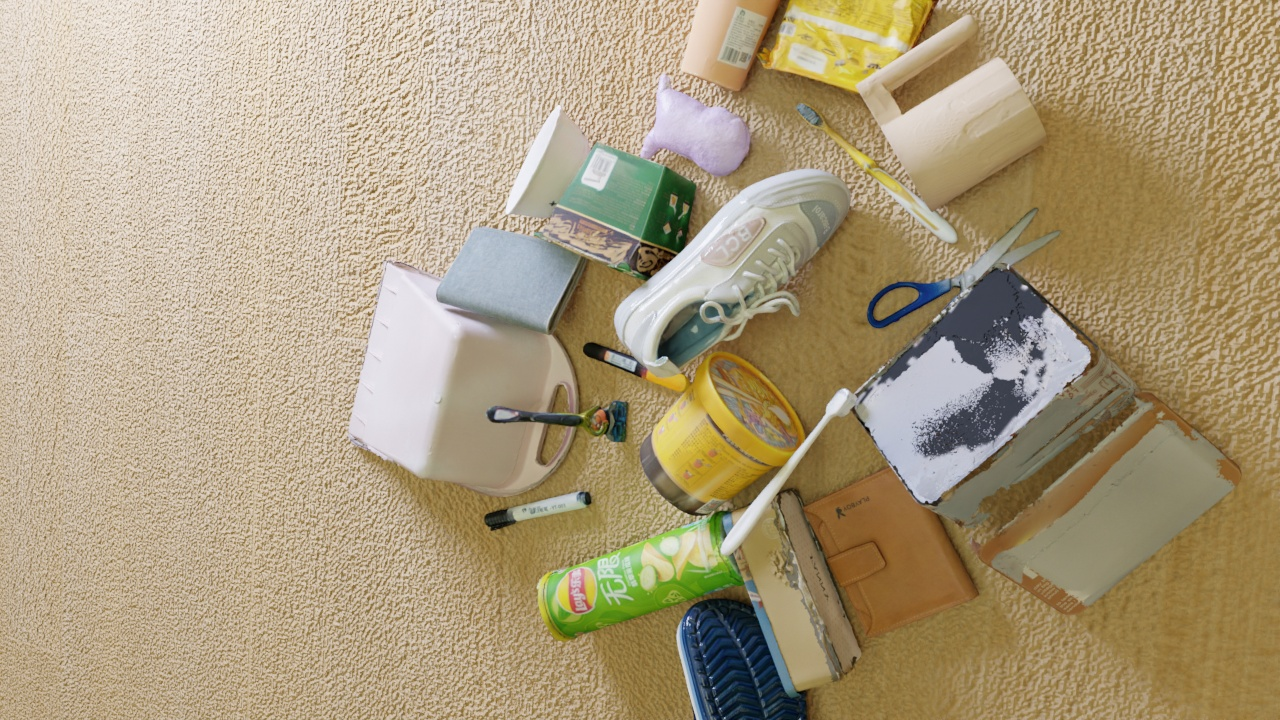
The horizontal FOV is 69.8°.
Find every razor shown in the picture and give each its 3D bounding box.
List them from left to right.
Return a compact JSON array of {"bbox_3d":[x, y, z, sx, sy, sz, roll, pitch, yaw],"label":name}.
[{"bbox_3d":[-0.084,0.058,0.922,0.142,0.022,0.042,4,91,-5],"label":"razor"}]

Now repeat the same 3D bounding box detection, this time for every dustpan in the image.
[{"bbox_3d":[-0.198,0.033,1.016,0.273,0.138,0.223,30,107,50],"label":"dustpan"}]

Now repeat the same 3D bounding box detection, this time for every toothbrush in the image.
[{"bbox_3d":[0.124,0.098,0.780,0.180,0.016,0.016,-54,38,12],"label":"toothbrush"},{"bbox_3d":[0.207,-0.168,0.812,0.191,0.018,0.016,47,113,16],"label":"toothbrush"}]

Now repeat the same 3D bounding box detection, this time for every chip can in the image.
[{"bbox_3d":[0.006,0.211,0.893,0.222,0.072,0.072,-25,82,24],"label":"chip can"}]

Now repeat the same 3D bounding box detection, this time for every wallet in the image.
[{"bbox_3d":[-0.130,-0.086,0.945,0.130,0.037,0.106,16,63,17],"label":"wallet"},{"bbox_3d":[0.220,0.167,0.816,0.108,0.031,0.131,-29,79,22],"label":"wallet"}]

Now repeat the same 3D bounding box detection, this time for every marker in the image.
[{"bbox_3d":[-0.110,0.160,0.975,0.131,0.018,0.022,-15,94,25],"label":"marker"},{"bbox_3d":[-0.005,0.005,0.922,0.124,0.015,0.018,20,99,26],"label":"marker"}]

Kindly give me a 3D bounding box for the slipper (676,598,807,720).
[{"bbox_3d":[0.098,0.348,0.849,0.095,0.105,0.252,130,130,-61],"label":"slipper"}]

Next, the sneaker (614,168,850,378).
[{"bbox_3d":[0.090,-0.073,0.796,0.242,0.089,0.090,-38,39,3],"label":"sneaker"}]

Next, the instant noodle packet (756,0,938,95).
[{"bbox_3d":[0.179,-0.289,0.806,0.128,0.044,0.111,26,96,18],"label":"instant noodle packet"}]

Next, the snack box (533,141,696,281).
[{"bbox_3d":[-0.014,-0.140,0.866,0.118,0.117,0.105,24,98,24],"label":"snack box"}]

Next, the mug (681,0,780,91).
[{"bbox_3d":[0.085,-0.314,0.836,0.078,0.078,0.123,26,107,22],"label":"mug"}]

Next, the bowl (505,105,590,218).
[{"bbox_3d":[-0.080,-0.185,0.913,0.064,0.118,0.118,25,106,-18],"label":"bowl"}]

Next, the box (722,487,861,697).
[{"bbox_3d":[0.138,0.210,0.821,0.059,0.089,0.184,-22,78,23],"label":"box"}]

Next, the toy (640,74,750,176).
[{"bbox_3d":[0.053,-0.214,0.872,0.108,0.038,0.084,26,117,17],"label":"toy"}]

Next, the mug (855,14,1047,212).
[{"bbox_3d":[0.253,-0.201,0.750,0.104,0.084,0.124,-31,92,21],"label":"mug"}]

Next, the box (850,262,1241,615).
[{"bbox_3d":[0.314,0.057,0.746,0.226,0.156,0.180,32,111,-23],"label":"box"}]

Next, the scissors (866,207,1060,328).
[{"bbox_3d":[0.270,-0.070,0.791,0.141,0.012,0.171,22,100,22],"label":"scissors"}]

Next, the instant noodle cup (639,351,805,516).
[{"bbox_3d":[0.069,0.073,0.838,0.118,0.118,0.115,50,117,15],"label":"instant noodle cup"}]
